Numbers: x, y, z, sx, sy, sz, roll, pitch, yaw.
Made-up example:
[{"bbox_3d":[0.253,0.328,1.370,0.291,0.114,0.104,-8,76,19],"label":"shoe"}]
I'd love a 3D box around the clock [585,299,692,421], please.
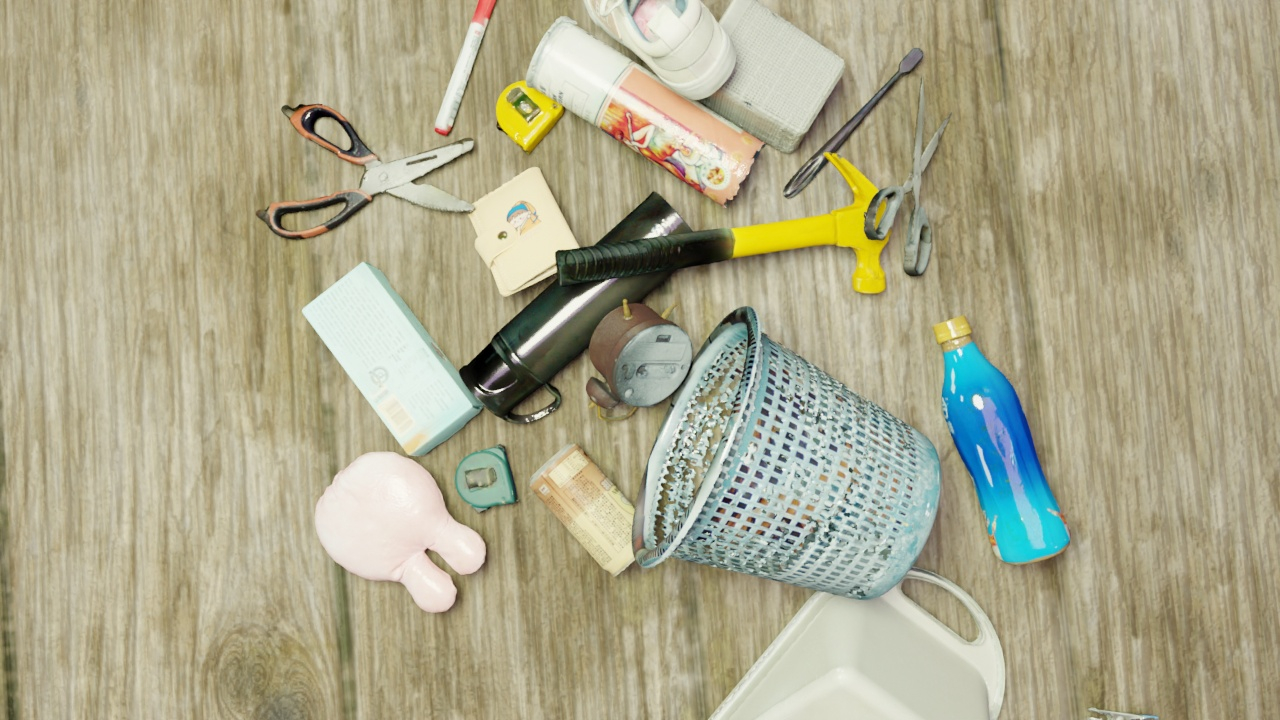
[{"bbox_3d":[-0.005,0.005,0.819,0.055,0.082,0.122,44,124,44],"label":"clock"}]

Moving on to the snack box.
[{"bbox_3d":[-0.229,-0.001,0.852,0.074,0.051,0.175,-38,87,0],"label":"snack box"}]

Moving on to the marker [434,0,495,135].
[{"bbox_3d":[-0.168,-0.285,0.878,0.017,0.017,0.145,19,89,4],"label":"marker"}]

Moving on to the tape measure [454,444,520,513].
[{"bbox_3d":[-0.145,0.111,0.855,0.054,0.025,0.058,-15,86,2],"label":"tape measure"}]

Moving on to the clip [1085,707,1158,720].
[{"bbox_3d":[0.423,0.319,0.809,0.058,0.027,0.043,11,74,12],"label":"clip"}]

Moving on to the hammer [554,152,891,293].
[{"bbox_3d":[0.076,-0.102,0.795,0.300,0.033,0.129,-10,108,-10],"label":"hammer"}]

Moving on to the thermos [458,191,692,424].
[{"bbox_3d":[-0.050,-0.042,0.842,0.242,0.068,0.090,-42,118,3],"label":"thermos"}]

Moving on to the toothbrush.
[{"bbox_3d":[0.196,-0.219,0.853,0.015,0.018,0.181,43,93,-1],"label":"toothbrush"}]

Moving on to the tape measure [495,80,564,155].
[{"bbox_3d":[-0.108,-0.235,0.866,0.057,0.029,0.060,42,90,5],"label":"tape measure"}]

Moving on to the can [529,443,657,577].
[{"bbox_3d":[-0.043,0.134,0.830,0.058,0.058,0.116,-43,85,1],"label":"can"}]

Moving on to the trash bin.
[{"bbox_3d":[0.125,0.096,0.757,0.195,0.226,0.226,24,89,-8],"label":"trash bin"}]

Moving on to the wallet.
[{"bbox_3d":[-0.111,-0.118,0.842,0.087,0.024,0.115,-31,60,6],"label":"wallet"}]

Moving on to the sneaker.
[{"bbox_3d":[-0.009,-0.319,0.787,0.090,0.090,0.242,-42,53,16],"label":"sneaker"}]

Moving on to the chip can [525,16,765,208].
[{"bbox_3d":[0.006,-0.223,0.830,0.215,0.071,0.071,32,90,0],"label":"chip can"}]

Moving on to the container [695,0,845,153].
[{"bbox_3d":[0.112,-0.253,0.824,0.114,0.090,0.090,31,90,1],"label":"container"}]

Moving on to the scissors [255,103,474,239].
[{"bbox_3d":[-0.267,-0.175,0.875,0.227,0.015,0.189,39,92,9],"label":"scissors"}]

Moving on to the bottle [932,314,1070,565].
[{"bbox_3d":[0.310,0.067,0.807,0.065,0.065,0.218,-19,87,3],"label":"bottle"}]

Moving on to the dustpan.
[{"bbox_3d":[0.197,0.316,0.818,0.222,0.142,0.258,37,119,-4],"label":"dustpan"}]

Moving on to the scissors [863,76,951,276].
[{"bbox_3d":[0.241,-0.159,0.817,0.014,0.159,0.181,7,114,44],"label":"scissors"}]

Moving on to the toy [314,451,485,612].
[{"bbox_3d":[-0.221,0.159,0.843,0.159,0.054,0.121,39,98,5],"label":"toy"}]
